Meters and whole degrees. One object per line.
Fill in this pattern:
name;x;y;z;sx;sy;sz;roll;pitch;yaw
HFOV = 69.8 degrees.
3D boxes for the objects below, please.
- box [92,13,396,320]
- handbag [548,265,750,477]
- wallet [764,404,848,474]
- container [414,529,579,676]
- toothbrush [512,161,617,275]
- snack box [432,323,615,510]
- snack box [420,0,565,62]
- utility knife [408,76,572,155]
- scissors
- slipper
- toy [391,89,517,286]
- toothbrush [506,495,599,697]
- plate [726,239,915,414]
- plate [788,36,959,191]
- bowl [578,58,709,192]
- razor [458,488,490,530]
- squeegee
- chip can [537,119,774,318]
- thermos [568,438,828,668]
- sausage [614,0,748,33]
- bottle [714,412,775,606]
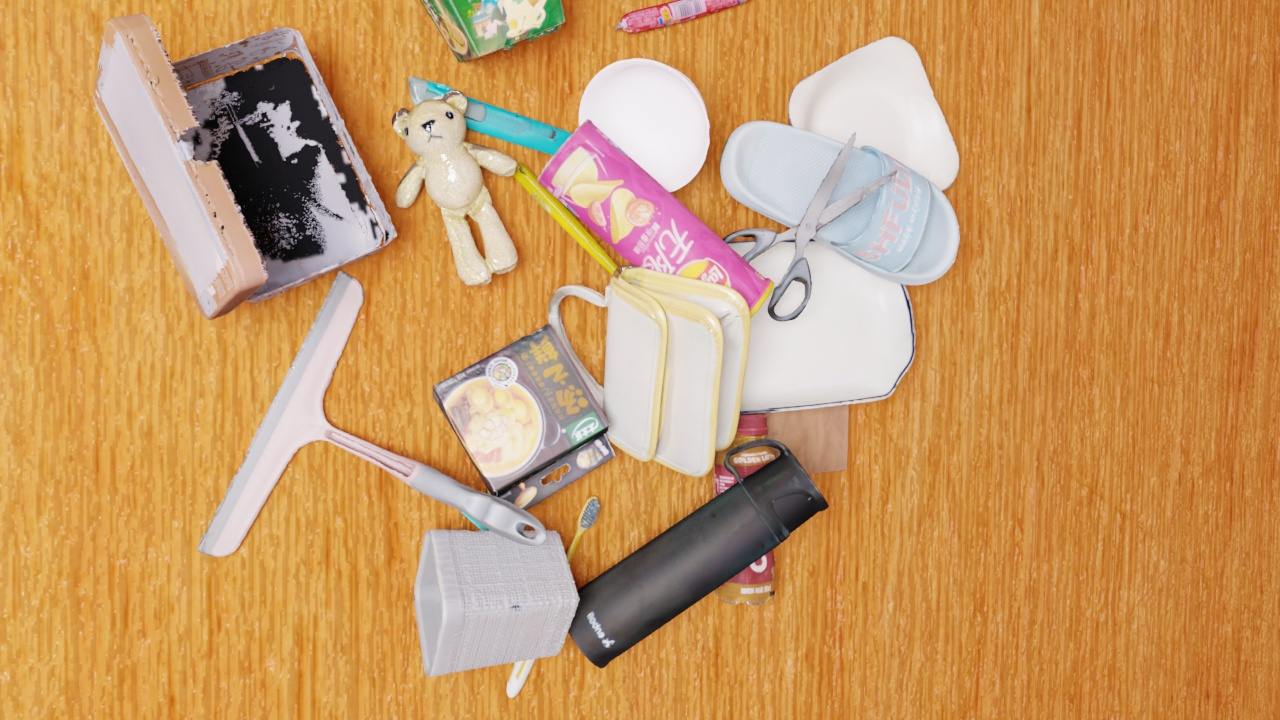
box;-0.274;-0.139;0.636;0.156;0.193;0.183;-28;101;-18
handbag;-0.005;0.005;0.778;0.063;0.179;0.164;-42;143;-52
wallet;0.157;0.057;0.896;0.101;0.020;0.115;-4;96;-19
container;-0.119;0.194;0.753;0.114;0.090;0.090;2;129;-24
toothbrush;-0.042;-0.100;0.794;0.190;0.017;0.015;46;73;-2
snack box;-0.095;0.052;0.776;0.113;0.053;0.125;-30;83;-16
snack box;-0.126;-0.304;0.737;0.118;0.117;0.106;-27;113;-15
utility knife;-0.122;-0.205;0.784;0.157;0.013;0.029;14;96;-20
scissors;0.142;-0.112;0.806;0.159;0.014;0.175;-1;108;7
slipper;0.190;-0.150;0.833;0.245;0.074;0.104;20;89;-14
toy;-0.149;-0.138;0.750;0.105;0.066;0.157;-21;96;0
toothbrush;-0.077;0.210;0.816;0.016;0.018;0.191;25;84;-18
plate;0.136;-0.032;0.862;0.265;0.034;0.162;-5;81;-19
plate;0.223;-0.217;0.899;0.164;0.034;0.163;-30;102;-16
bowl;0.012;-0.211;0.799;0.118;0.119;0.064;51;37;-15
razor;-0.096;0.091;0.803;0.042;0.022;0.142;42;74;-5
squeegee;-0.184;0.090;0.731;0.250;0.040;0.247;24;82;9
chip can;0.013;-0.108;0.780;0.210;0.071;0.071;41;78;-6
thermos;0.040;0.161;0.800;0.242;0.068;0.090;-36;79;2
sausage;0.046;-0.322;0.838;0.155;0.020;0.020;-22;99;-18
bottle;0.097;0.136;0.856;0.057;0.057;0.175;-1;93;-20
